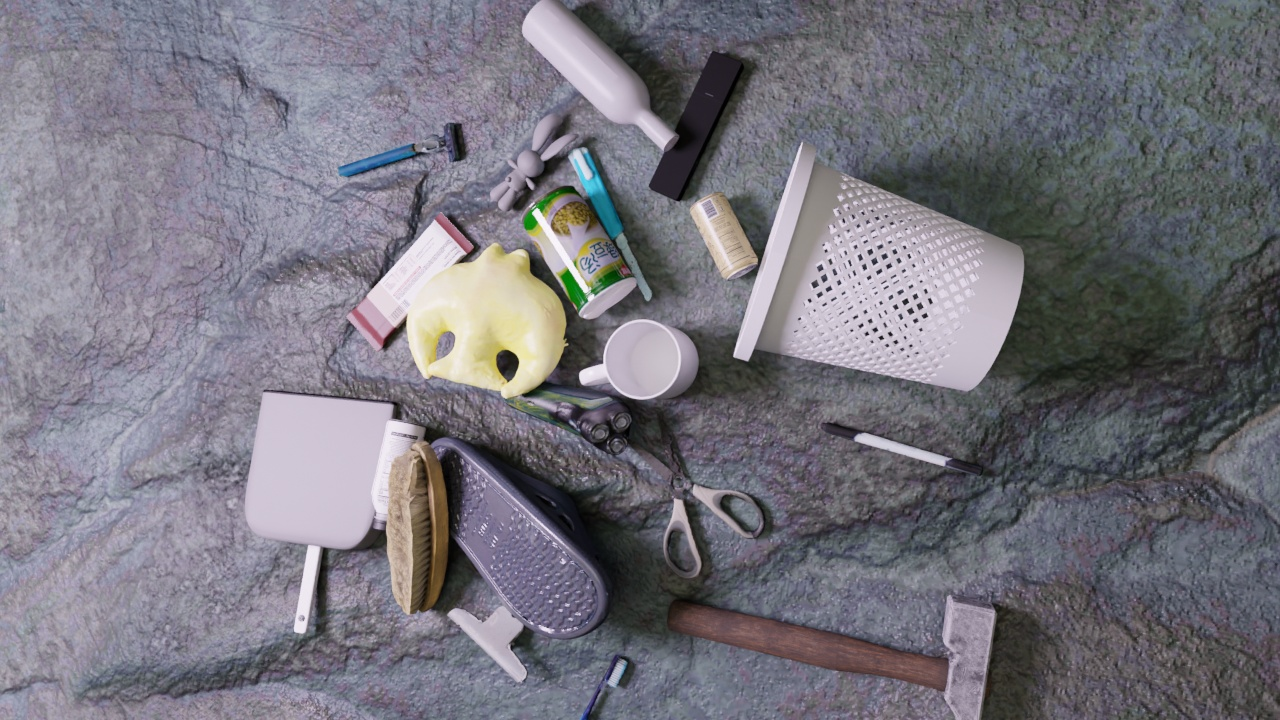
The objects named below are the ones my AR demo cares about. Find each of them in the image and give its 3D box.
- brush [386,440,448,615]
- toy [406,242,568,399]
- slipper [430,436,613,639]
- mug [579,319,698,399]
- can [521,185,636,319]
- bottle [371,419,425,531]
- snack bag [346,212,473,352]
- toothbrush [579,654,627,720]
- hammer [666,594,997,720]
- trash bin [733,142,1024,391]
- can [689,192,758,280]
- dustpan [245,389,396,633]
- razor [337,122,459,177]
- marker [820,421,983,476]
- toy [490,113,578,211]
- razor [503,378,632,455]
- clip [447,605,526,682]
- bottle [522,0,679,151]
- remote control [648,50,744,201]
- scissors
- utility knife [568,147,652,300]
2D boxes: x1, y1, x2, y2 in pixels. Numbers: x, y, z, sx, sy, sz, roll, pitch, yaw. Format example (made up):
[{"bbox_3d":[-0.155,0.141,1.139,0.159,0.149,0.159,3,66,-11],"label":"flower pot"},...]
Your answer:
[{"bbox_3d":[-0.228,0.174,0.936,0.059,0.043,0.196,24,117,39],"label":"brush"},{"bbox_3d":[-0.153,-0.043,0.938,0.170,0.064,0.154,14,81,10],"label":"toy"},{"bbox_3d":[-0.118,0.173,0.926,0.268,0.083,0.111,37,112,29],"label":"slipper"},{"bbox_3d":[-0.005,0.005,0.888,0.111,0.090,0.073,-15,85,13],"label":"mug"},{"bbox_3d":[-0.061,-0.108,0.918,0.067,0.067,0.121,-34,81,11],"label":"can"},{"bbox_3d":[-0.258,0.122,0.965,0.041,0.041,0.116,8,81,14],"label":"bottle"},{"bbox_3d":[-0.250,-0.084,0.992,0.057,0.013,0.158,45,99,9],"label":"snack bag"},{"bbox_3d":[-0.062,0.382,0.931,0.017,0.016,0.189,28,95,3],"label":"toothbrush"},{"bbox_3d":[0.166,0.309,0.866,0.301,0.037,0.217,9,91,15],"label":"hammer"},{"bbox_3d":[0.206,-0.066,0.800,0.199,0.195,0.195,17,92,4],"label":"trash bin"},{"bbox_3d":[0.082,-0.121,0.897,0.038,0.038,0.079,-28,82,12],"label":"can"},{"bbox_3d":[-0.357,0.167,1.006,0.163,0.033,0.257,4,80,14],"label":"dustpan"},{"bbox_3d":[-0.266,-0.223,0.997,0.144,0.022,0.042,-12,84,14],"label":"razor"},{"bbox_3d":[0.245,0.083,0.865,0.152,0.011,0.011,16,92,14],"label":"marker"},{"bbox_3d":[-0.114,-0.204,0.954,0.112,0.030,0.049,-47,64,14],"label":"toy"},{"bbox_3d":[-0.077,0.050,0.920,0.151,0.067,0.054,17,104,22],"label":"razor"},{"bbox_3d":[-0.149,0.285,0.951,0.102,0.051,0.058,40,126,11],"label":"clip"},{"bbox_3d":[-0.036,-0.283,0.924,0.052,0.052,0.195,-46,79,9],"label":"bottle"},{"bbox_3d":[0.056,-0.234,0.920,0.034,0.013,0.150,27,95,17],"label":"remote control"},{"bbox_3d":[0.048,0.140,0.911,0.157,0.012,0.166,13,92,12],"label":"scissors"},{"bbox_3d":[-0.031,-0.139,0.938,0.022,0.015,0.179,-26,81,12],"label":"utility knife"}]
